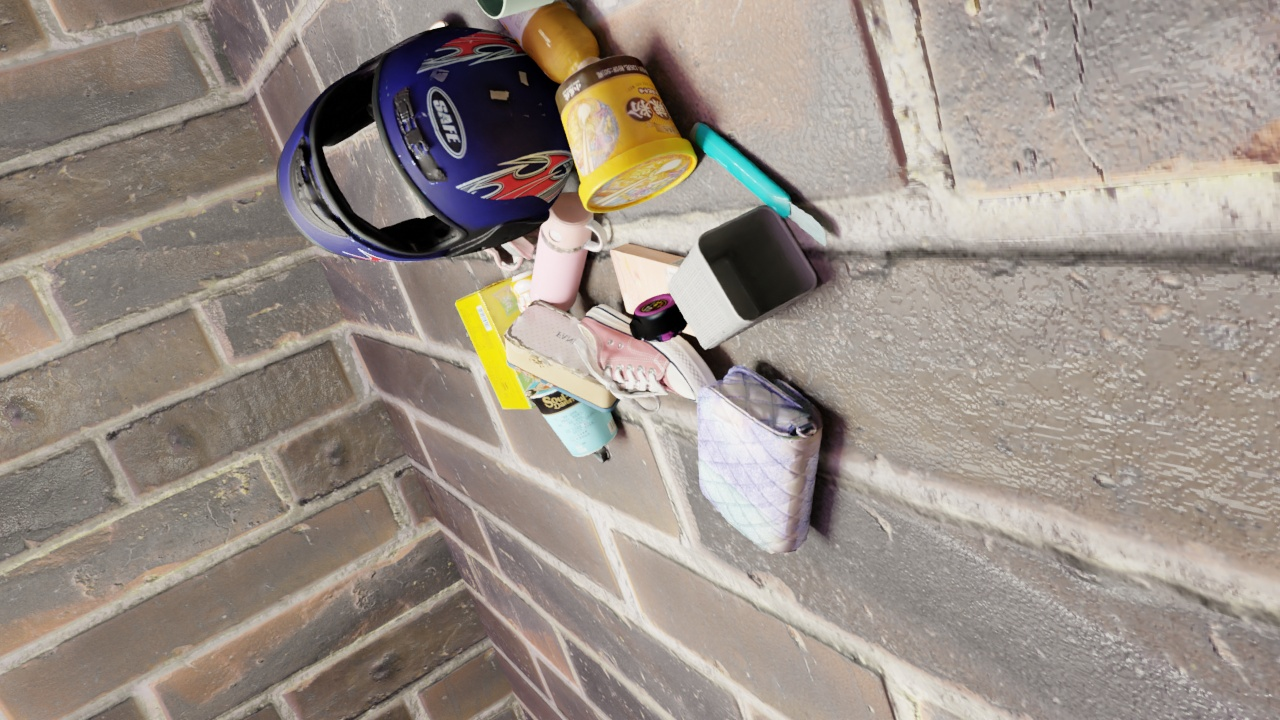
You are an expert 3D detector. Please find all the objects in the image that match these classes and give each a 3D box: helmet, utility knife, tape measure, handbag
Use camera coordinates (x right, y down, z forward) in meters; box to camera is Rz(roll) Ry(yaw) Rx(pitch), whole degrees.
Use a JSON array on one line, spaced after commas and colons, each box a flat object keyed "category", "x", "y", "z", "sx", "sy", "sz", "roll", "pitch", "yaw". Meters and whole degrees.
[{"category": "helmet", "x": -0.214, "y": -0.239, "z": 1.013, "sx": 0.241, "sy": 0.314, "sz": 0.247, "roll": -17, "pitch": 99, "yaw": 46}, {"category": "utility knife", "x": 0.103, "y": -0.161, "z": 0.821, "sx": 0.196, "sy": 0.013, "sz": 0.029, "roll": 50, "pitch": 152, "yaw": 33}, {"category": "tape measure", "x": 0.022, "y": -0.044, "z": 0.981, "sx": 0.058, "sy": 0.056, "sz": 0.039, "roll": -11, "pitch": 116, "yaw": 21}, {"category": "handbag", "x": 0.127, "y": 0.103, "z": 0.972, "sx": 0.134, "sy": 0.075, "sz": 0.194, "roll": 39, "pitch": 148, "yaw": 35}]

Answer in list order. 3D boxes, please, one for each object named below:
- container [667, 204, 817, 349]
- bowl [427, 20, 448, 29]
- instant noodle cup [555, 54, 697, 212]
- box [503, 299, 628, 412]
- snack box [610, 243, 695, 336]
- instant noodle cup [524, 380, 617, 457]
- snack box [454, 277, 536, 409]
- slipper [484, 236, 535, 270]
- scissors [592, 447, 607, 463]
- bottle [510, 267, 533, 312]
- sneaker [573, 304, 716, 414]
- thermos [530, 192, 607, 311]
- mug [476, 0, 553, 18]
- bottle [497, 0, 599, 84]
[{"category": "container", "x": 0.088, "y": -0.072, "z": 0.855, "sx": 0.090, "sy": 0.090, "sz": 0.114, "roll": 61, "pitch": 159, "yaw": 6}, {"category": "bowl", "x": -0.271, "y": -0.394, "z": 1.243, "sx": 0.062, "sy": 0.113, "sz": 0.113, "roll": 26, "pitch": 177, "yaw": -34}, {"category": "instant noodle cup", "x": -0.020, "y": -0.221, "z": 0.892, "sx": 0.114, "sy": 0.118, "sz": 0.119, "roll": 68, "pitch": 157, "yaw": 8}, {"category": "box", "x": -0.086, "y": -0.005, "z": 1.210, "sx": 0.184, "sy": 0.089, "sz": 0.064, "roll": 28, "pitch": 145, "yaw": 16}, {"category": "snack box", "x": 0.025, "y": -0.081, "z": 1.042, "sx": 0.157, "sy": 0.026, "sz": 0.084, "roll": 24, "pitch": 136, "yaw": 54}, {"category": "instant noodle cup", "x": -0.095, "y": 0.073, "z": 1.354, "sx": 0.111, "sy": 0.111, "sz": 0.120, "roll": 7, "pitch": 128, "yaw": 62}, {"category": "snack box", "x": -0.221, "y": -0.024, "z": 1.533, "sx": 0.158, "sy": 0.069, "sz": 0.210, "roll": -7, "pitch": 108, "yaw": 64}, {"category": "slipper", "x": -0.205, "y": -0.174, "z": 1.282, "sx": 0.114, "sy": 0.054, "sz": 0.274, "roll": 42, "pitch": 178, "yaw": -22}, {"category": "scissors", "x": -0.103, "y": 0.099, "z": 1.497, "sx": 0.181, "sy": 0.014, "sz": 0.160, "roll": 49, "pitch": 153, "yaw": 30}, {"category": "bottle", "x": -0.144, "y": -0.081, "z": 1.334, "sx": 0.063, "sy": 0.063, "sz": 0.108, "roll": -1, "pitch": 114, "yaw": 64}, {"category": "sneaker", "x": -0.006, "y": 0.006, "z": 1.088, "sx": 0.241, "sy": 0.087, "sz": 0.118, "roll": 29, "pitch": 156, "yaw": 46}, {"category": "thermos", "x": -0.093, "y": -0.133, "z": 1.188, "sx": 0.087, "sy": 0.067, "sz": 0.199, "roll": 32, "pitch": 149, "yaw": 4}, {"category": "mug", "x": -0.116, "y": -0.398, "z": 0.899, "sx": 0.111, "sy": 0.106, "sz": 0.082, "roll": 50, "pitch": 154, "yaw": 26}, {"category": "bottle", "x": -0.098, "y": -0.349, "z": 0.962, "sx": 0.189, "sy": 0.067, "sz": 0.068, "roll": 53, "pitch": 154, "yaw": 21}]
